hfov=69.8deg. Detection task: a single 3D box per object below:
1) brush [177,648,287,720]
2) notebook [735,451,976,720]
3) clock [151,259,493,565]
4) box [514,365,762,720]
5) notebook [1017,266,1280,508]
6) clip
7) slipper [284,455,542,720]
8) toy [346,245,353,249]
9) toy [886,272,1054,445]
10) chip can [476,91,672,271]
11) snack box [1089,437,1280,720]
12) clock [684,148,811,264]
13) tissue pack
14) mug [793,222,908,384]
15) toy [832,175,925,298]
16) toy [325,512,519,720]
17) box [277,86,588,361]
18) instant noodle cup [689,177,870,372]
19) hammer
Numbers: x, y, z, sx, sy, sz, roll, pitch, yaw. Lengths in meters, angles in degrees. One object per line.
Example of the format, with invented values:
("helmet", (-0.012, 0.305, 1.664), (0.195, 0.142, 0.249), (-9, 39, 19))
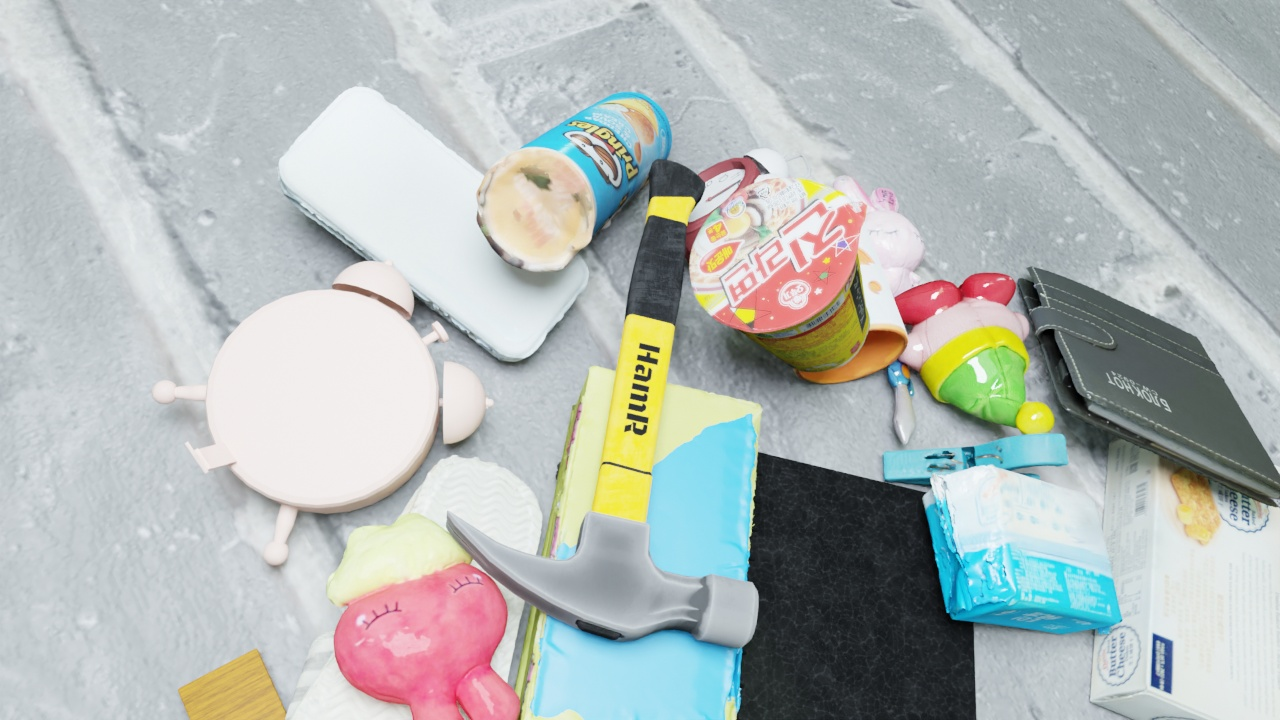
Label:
("brush", (-0.198, 0.220, 0.485), (0.048, 0.017, 0.126), (-26, 71, -24))
("notebook", (0.133, 0.181, 0.584), (0.169, 0.019, 0.231), (14, 60, -7))
("clock", (-0.185, 0.021, 0.548), (0.160, 0.086, 0.131), (-34, 85, -24))
("box", (0.000, 0.125, 0.552), (0.124, 0.079, 0.220), (11, 62, -8))
("notebook", (0.368, 0.006, 0.680), (0.169, 0.030, 0.208), (24, 31, -2))
("clip", (0.244, 0.072, 0.631), (0.120, 0.119, 0.033), (15, 67, -19))
("slipper", (-0.126, 0.173, 0.506), (0.114, 0.054, 0.271), (24, 50, -5))
("toy", (-0.186, -0.117, 0.654), (0.055, 0.042, 0.101), (45, 47, -26))
("toy", (0.239, 0.001, 0.665), (0.124, 0.097, 0.131), (-6, 75, -12))
("chip can", (-0.036, -0.130, 0.632), (0.080, 0.080, 0.229), (27, 28, 2))
("snack box", (0.383, 0.153, 0.636), (0.104, 0.058, 0.207), (23, 60, -1))
("clock", (0.068, -0.113, 0.676), (0.044, 0.125, 0.087), (49, 21, -28))
("tissue pack", (0.248, 0.126, 0.603), (0.144, 0.062, 0.092), (16, 59, -28))
("mug", (0.140, -0.047, 0.671), (0.082, 0.082, 0.105), (-4, 63, -15))
("toy", (0.192, -0.101, 0.734), (0.063, 0.047, 0.110), (0, 59, -23))
("toy", (-0.110, 0.140, 0.473), (0.091, 0.045, 0.135), (-11, 58, -32))
("box", (-0.136, -0.092, 0.618), (0.213, 0.063, 0.118), (42, 61, -11))
("instant noodle cup", (0.096, -0.042, 0.573), (0.100, 0.112, 0.100), (-10, 65, 21))
("hammer", (-0.003, 0.003, 0.554), (0.170, 0.034, 0.323), (13, 59, -6))
